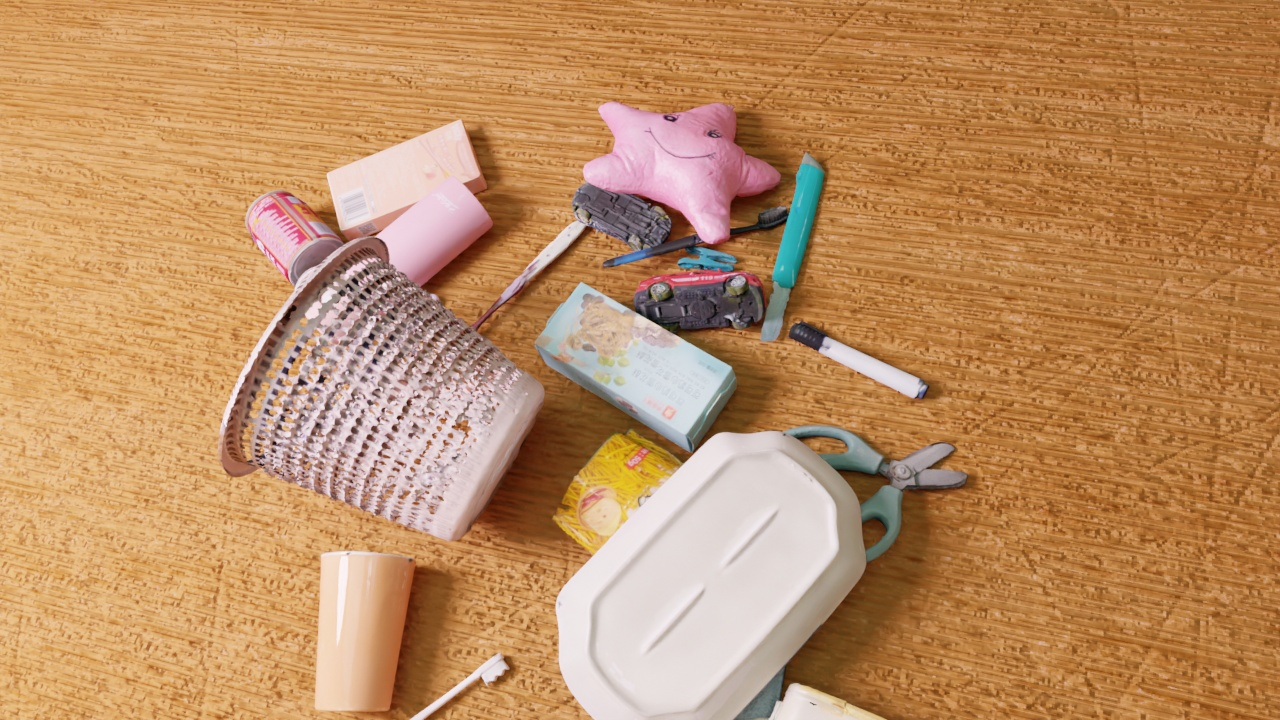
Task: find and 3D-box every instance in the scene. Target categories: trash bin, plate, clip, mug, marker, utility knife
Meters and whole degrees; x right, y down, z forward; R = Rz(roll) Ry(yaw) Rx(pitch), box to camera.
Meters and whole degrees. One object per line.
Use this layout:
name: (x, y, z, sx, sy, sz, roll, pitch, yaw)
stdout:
trash bin: (-0.195, 0.040, 0.760, 0.192, 0.228, 0.227, 29, 73, 0)
plate: (0.054, 0.166, 0.691, 0.265, 0.034, 0.162, -43, 74, -11)
clip: (0.064, -0.096, 0.879, 0.057, 0.014, 0.048, 10, 66, 16)
mug: (-0.232, 0.224, 0.758, 0.078, 0.078, 0.122, -1, 71, 9)
marker: (0.192, -0.001, 0.812, 0.131, 0.018, 0.022, 27, 64, 20)
utility knife: (0.143, -0.108, 0.869, 0.029, 0.013, 0.208, 22, 68, -9)

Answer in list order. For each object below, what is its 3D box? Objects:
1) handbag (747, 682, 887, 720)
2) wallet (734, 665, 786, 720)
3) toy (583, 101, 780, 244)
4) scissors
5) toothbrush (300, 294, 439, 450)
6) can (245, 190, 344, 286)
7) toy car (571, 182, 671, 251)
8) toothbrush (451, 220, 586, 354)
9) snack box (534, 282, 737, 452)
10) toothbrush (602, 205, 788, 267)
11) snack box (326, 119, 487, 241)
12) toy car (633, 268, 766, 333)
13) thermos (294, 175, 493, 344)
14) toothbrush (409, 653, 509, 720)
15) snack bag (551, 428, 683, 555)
handbag: (0.106, 0.319, 0.661, 0.179, 0.063, 0.163, 21, 72, 22)
wallet: (0.048, 0.268, 0.718, 0.121, 0.019, 0.097, 10, 70, 13)
toy: (0.039, -0.203, 0.896, 0.194, 0.075, 0.178, 29, 56, 12)
scissors: (0.186, 0.114, 0.748, 0.177, 0.019, 0.168, 3, 51, 6)
toothbrush: (-0.257, 0.008, 0.887, 0.189, 0.029, 0.021, -53, 31, -15)
can: (-0.352, -0.124, 0.936, 0.066, 0.066, 0.094, -43, 66, -10)
toy car: (-0.019, -0.141, 0.904, 0.105, 0.031, 0.048, 31, 71, 17)
toothbrush: (-0.117, -0.073, 0.902, 0.016, 0.017, 0.187, 37, 75, 25)
snack box: (-0.005, 0.005, 0.825, 0.175, 0.052, 0.074, 30, 73, 21)
toothbrush: (0.054, -0.117, 0.875, 0.189, 0.016, 0.014, -16, 50, -7)
snack box: (-0.248, -0.190, 0.969, 0.157, 0.026, 0.084, -21, 63, 0)
toy car: (0.055, -0.058, 0.842, 0.121, 0.053, 0.045, -1, 43, 15)
thermos: (-0.248, -0.103, 0.908, 0.198, 0.067, 0.087, -41, 72, -8)
toothbrush: (-0.184, 0.299, 0.746, 0.180, 0.016, 0.016, -35, 71, -7)
snack bag: (0.039, 0.150, 0.747, 0.208, 0.073, 0.128, 35, 64, 18)
